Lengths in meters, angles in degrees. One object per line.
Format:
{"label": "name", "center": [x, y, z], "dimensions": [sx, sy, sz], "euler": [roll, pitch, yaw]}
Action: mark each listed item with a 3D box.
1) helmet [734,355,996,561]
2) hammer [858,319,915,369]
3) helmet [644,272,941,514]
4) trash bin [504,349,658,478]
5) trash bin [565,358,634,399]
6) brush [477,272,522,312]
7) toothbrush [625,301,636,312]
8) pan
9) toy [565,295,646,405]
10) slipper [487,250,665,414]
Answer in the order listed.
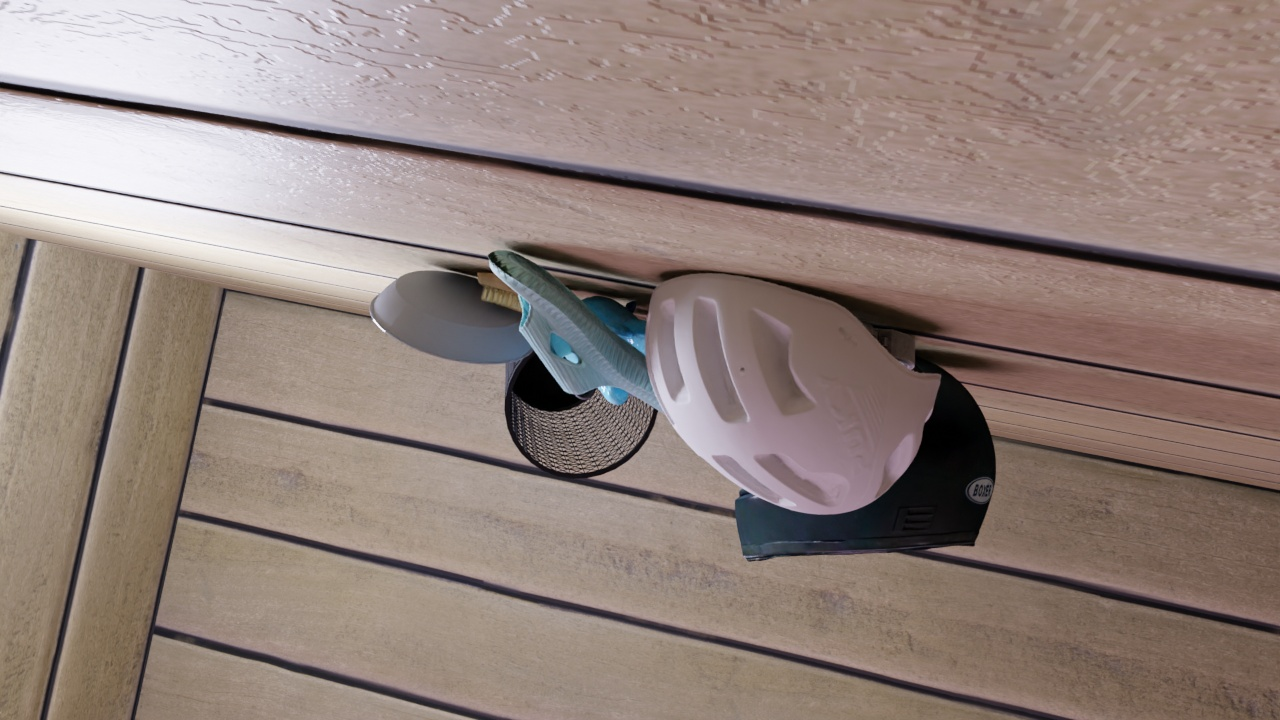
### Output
{"label": "helmet", "center": [0.253, 0.111, 1.089], "dimensions": [0.248, 0.235, 0.317], "euler": [7, 163, -45]}
{"label": "hammer", "center": [0.149, 0.000, 0.996], "dimensions": [0.126, 0.036, 0.317], "euler": [12, 167, -41]}
{"label": "helmet", "center": [0.126, 0.021, 0.828], "dimensions": [0.282, 0.183, 0.225], "euler": [47, 148, -22]}
{"label": "trash bin", "center": [-0.109, 0.032, 1.386], "dimensions": [0.216, 0.217, 0.243], "euler": [12, -169, -17]}
{"label": "trash bin", "center": [-0.007, 0.007, 1.189], "dimensions": [0.161, 0.092, 0.094], "euler": [12, 159, 10]}
{"label": "brush", "center": [-0.136, -0.075, 1.085], "dimensions": [0.117, 0.039, 0.049], "euler": [17, 179, 3]}
{"label": "toothbrush", "center": [-0.022, -0.061, 1.171], "dimensions": [0.017, 0.016, 0.190], "euler": [18, 177, -5]}
{"label": "pan", "center": [-0.174, -0.063, 1.167], "dimensions": [0.201, 0.051, 0.355], "euler": [33, -153, 30]}
{"label": "toy", "center": [-0.018, -0.007, 1.034], "dimensions": [0.181, 0.115, 0.183], "euler": [17, 179, 39]}
{"label": "slipper", "center": [-0.053, -0.010, 0.891], "dimensions": [0.276, 0.069, 0.116], "euler": [39, -170, -30]}
